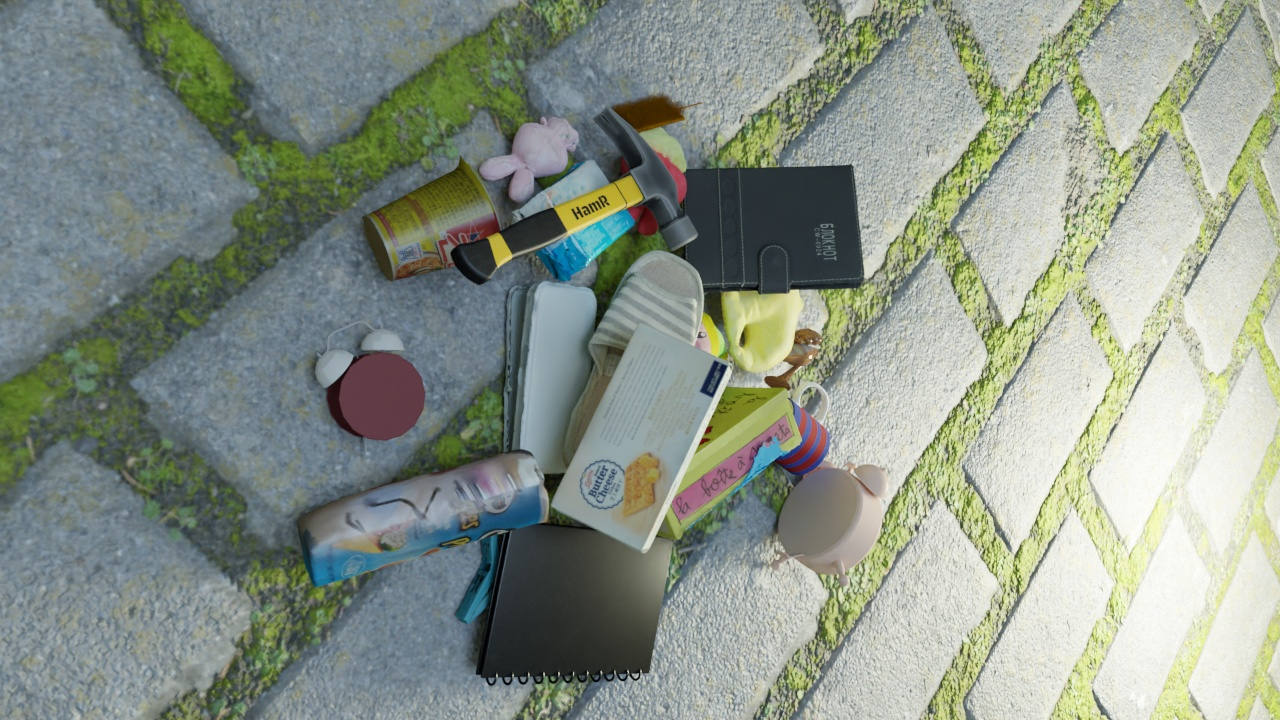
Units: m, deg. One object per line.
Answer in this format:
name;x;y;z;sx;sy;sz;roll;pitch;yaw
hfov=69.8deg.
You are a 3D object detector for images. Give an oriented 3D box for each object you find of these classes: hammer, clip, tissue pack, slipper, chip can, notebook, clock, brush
hammer;-0.068;-0.150;0.920;0.323;0.034;0.170;-35;97;-47
clip;-0.148;0.207;0.967;0.120;0.033;0.118;-15;101;-35
tissue pack;-0.073;-0.151;0.984;0.093;0.062;0.144;55;41;-13
slipper;-0.006;0.006;0.997;0.114;0.054;0.272;22;77;-9
chip can;-0.204;0.147;0.878;0.229;0.080;0.080;-13;96;-26
notebook;0.155;-0.157;1.093;0.209;0.029;0.169;-2;70;6
clock;-0.258;0.024;0.880;0.087;0.044;0.124;-30;106;-32
brush;0.026;-0.298;1.085;0.126;0.048;0.017;-24;144;-33
clock;0.235;0.197;1.170;0.086;0.131;0.160;44;66;-26
notebook;-0.065;0.269;1.009;0.231;0.019;0.169;15;84;-40

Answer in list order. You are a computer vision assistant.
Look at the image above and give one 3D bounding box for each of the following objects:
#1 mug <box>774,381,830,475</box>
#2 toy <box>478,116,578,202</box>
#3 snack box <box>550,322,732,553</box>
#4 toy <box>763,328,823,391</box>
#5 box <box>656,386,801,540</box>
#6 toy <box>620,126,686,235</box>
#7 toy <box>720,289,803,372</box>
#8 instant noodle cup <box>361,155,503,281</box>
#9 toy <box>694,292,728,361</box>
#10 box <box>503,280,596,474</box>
mug;0.202;0.082;1.175;0.076;0.075;0.112;37;89;-29
toy;-0.116;-0.217;0.982;0.063;0.047;0.109;46;68;-1
snack box;0.003;0.077;0.929;0.104;0.057;0.207;25;86;9
toy;0.206;-0.006;1.210;0.101;0.042;0.055;-34;131;-39
box;0.070;0.109;1.064;0.220;0.125;0.079;-33;110;-29
toy;0.014;-0.211;1.074;0.091;0.045;0.135;24;70;-30
toy;0.152;-0.069;1.154;0.154;0.065;0.170;-20;103;-43
instant noodle cup;-0.204;-0.126;0.897;0.112;0.100;0.100;-27;104;-24
toy;0.055;-0.026;1.095;0.131;0.097;0.124;-11;66;-24
box;-0.097;0.020;0.992;0.118;0.063;0.213;7;85;-37
